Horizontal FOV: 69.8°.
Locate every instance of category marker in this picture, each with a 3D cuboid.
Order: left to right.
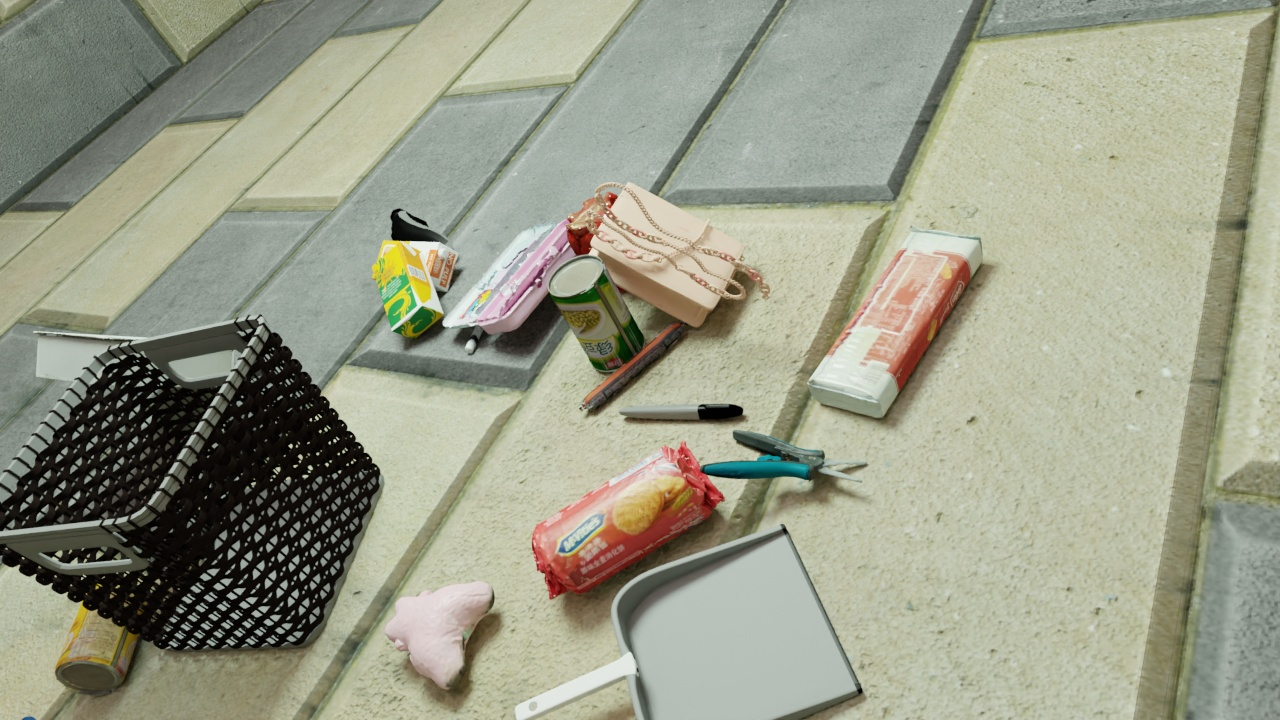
[{"bbox_3d":[0.038,0.050,0.927,0.139,0.022,0.016,-2,61,27],"label":"marker"}]

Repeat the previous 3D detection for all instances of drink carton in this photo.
[{"bbox_3d":[-0.312,-0.096,1.225,0.058,0.041,0.122,-37,59,19],"label":"drink carton"},{"bbox_3d":[-0.315,-0.133,1.292,0.123,0.040,0.058,7,77,35],"label":"drink carton"}]

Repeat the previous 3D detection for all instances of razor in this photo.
[{"bbox_3d":[-0.322,-0.179,1.355,0.060,0.057,0.156,-12,29,-32],"label":"razor"}]

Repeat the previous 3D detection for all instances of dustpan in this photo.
[{"bbox_3d":[0.023,0.238,0.731,0.258,0.033,0.163,-25,40,4],"label":"dustpan"}]

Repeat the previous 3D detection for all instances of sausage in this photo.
[{"bbox_3d":[-0.006,0.006,1.001,0.155,0.020,0.020,-40,41,-13],"label":"sausage"}]

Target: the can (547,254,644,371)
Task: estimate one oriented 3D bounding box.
[{"bbox_3d":[-0.047,-0.049,1.003,0.067,0.121,0.067,-16,42,15],"label":"can"}]

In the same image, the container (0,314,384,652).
[{"bbox_3d":[-0.447,0.139,0.941,0.248,0.244,0.244,-9,44,22],"label":"container"}]

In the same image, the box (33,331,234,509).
[{"bbox_3d":[-0.579,0.117,1.208,0.167,0.447,0.164,4,40,33],"label":"box"}]

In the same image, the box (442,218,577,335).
[{"bbox_3d":[-0.151,-0.108,1.171,0.154,0.041,0.200,-7,40,49],"label":"box"}]

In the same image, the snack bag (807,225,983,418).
[{"bbox_3d":[0.250,-0.042,0.889,0.077,0.041,0.224,17,56,40],"label":"snack bag"}]

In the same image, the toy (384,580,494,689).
[{"bbox_3d":[-0.187,0.241,0.832,0.096,0.053,0.098,4,54,24],"label":"toy"}]

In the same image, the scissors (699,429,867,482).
[{"bbox_3d":[0.125,0.087,0.829,0.148,0.019,0.118,-2,18,-1],"label":"scissors"}]

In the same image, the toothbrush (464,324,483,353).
[{"bbox_3d":[-0.196,-0.079,1.206,0.017,0.012,0.186,-17,40,34],"label":"toothbrush"}]

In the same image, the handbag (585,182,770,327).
[{"bbox_3d":[0.052,-0.137,0.968,0.199,0.188,0.116,29,64,0],"label":"handbag"}]

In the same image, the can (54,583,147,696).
[{"bbox_3d":[-0.578,0.297,0.990,0.068,0.068,0.105,-20,41,10],"label":"can"}]

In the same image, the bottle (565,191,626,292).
[{"bbox_3d":[-0.033,-0.140,1.097,0.099,0.111,0.098,-17,41,15],"label":"bottle"}]

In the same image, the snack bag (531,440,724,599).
[{"bbox_3d":[-0.016,0.142,0.824,0.176,0.082,0.082,-31,40,-3],"label":"snack bag"}]

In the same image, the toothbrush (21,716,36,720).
[{"bbox_3d":[-0.596,0.387,0.949,0.135,0.017,0.021,0,52,27],"label":"toothbrush"}]
